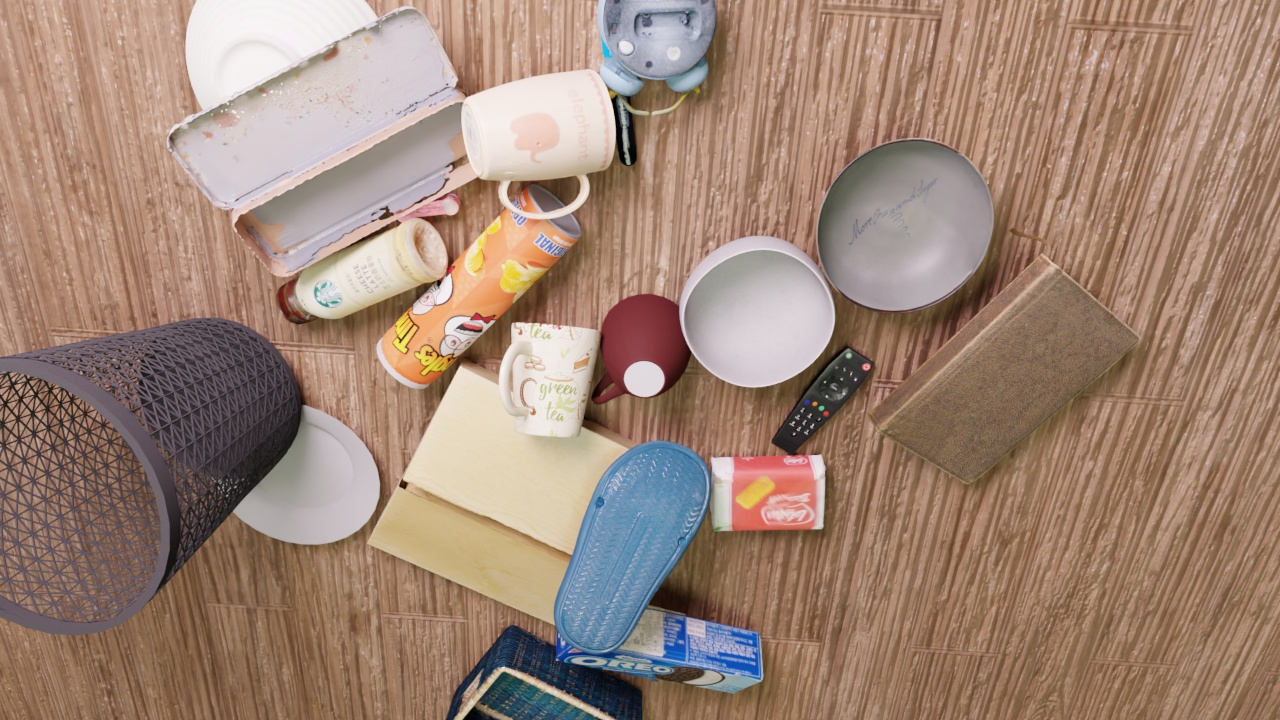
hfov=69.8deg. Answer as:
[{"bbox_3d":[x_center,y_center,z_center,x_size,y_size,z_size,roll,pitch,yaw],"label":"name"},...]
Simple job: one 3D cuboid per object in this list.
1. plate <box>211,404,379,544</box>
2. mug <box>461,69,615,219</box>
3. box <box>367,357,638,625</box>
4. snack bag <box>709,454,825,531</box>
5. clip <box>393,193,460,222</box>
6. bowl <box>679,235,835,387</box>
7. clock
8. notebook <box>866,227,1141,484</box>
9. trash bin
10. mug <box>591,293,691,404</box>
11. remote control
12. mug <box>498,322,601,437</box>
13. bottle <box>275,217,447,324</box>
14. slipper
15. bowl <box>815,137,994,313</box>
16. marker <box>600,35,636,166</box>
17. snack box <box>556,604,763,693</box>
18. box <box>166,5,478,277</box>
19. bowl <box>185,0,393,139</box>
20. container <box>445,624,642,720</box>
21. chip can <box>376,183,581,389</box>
[{"bbox_3d":[-0.352,0.113,0.942,0.173,0.019,0.173,1,117,2],"label":"plate"},{"bbox_3d":[-0.081,-0.168,0.730,0.104,0.085,0.111,-13,110,-20],"label":"mug"},{"bbox_3d":[-0.120,0.154,0.927,0.247,0.096,0.262,27,121,-10],"label":"box"},{"bbox_3d":[0.128,0.134,0.924,0.116,0.036,0.077,-1,116,3],"label":"snack bag"},{"bbox_3d":[-0.187,-0.137,0.811,0.058,0.035,0.022,-4,113,-2],"label":"clip"},{"bbox_3d":[0.102,-0.049,0.817,0.132,0.064,0.132,1,117,2],"label":"bowl"},{"bbox_3d":[0.011,-0.253,0.715,0.088,0.051,0.125,-7,116,-12],"label":"clock"},{"bbox_3d":[0.315,0.005,0.827,0.190,0.034,0.216,30,115,-30],"label":"notebook"},{"bbox_3d":[-0.425,0.070,0.782,0.217,0.242,0.217,3,107,8],"label":"trash bin"},{"bbox_3d":[-0.005,0.005,0.834,0.087,0.088,0.114,41,111,-17],"label":"mug"},{"bbox_3d":[0.174,0.040,0.889,0.039,0.010,0.125,31,114,-13],"label":"remote control"},{"bbox_3d":[-0.088,0.017,0.810,0.081,0.121,0.097,5,89,23],"label":"mug"},{"bbox_3d":[-0.251,-0.074,0.816,0.162,0.056,0.056,-18,115,22],"label":"bottle"},{"bbox_3d":[-0.014,0.172,0.867,0.104,0.059,0.213,30,84,-5],"label":"slipper"},{"bbox_3d":[0.218,-0.119,0.781,0.151,0.056,0.151,0,116,1],"label":"bowl"},{"bbox_3d":[-0.017,-0.222,0.761,0.018,0.015,0.123,-8,116,2],"label":"marker"},{"bbox_3d":[0.023,0.299,0.964,0.226,0.059,0.059,20,141,-25],"label":"snack box"},{"bbox_3d":[-0.236,-0.169,0.728,0.216,0.042,0.149,-29,142,-2],"label":"box"},{"bbox_3d":[-0.292,-0.227,0.739,0.177,0.070,0.177,1,117,2],"label":"bowl"},{"bbox_3d":[-0.110,0.405,1.052,0.187,0.071,0.145,32,114,-13],"label":"container"},{"bbox_3d":[-0.146,-0.063,0.820,0.062,0.062,0.211,42,111,-17],"label":"chip can"}]
